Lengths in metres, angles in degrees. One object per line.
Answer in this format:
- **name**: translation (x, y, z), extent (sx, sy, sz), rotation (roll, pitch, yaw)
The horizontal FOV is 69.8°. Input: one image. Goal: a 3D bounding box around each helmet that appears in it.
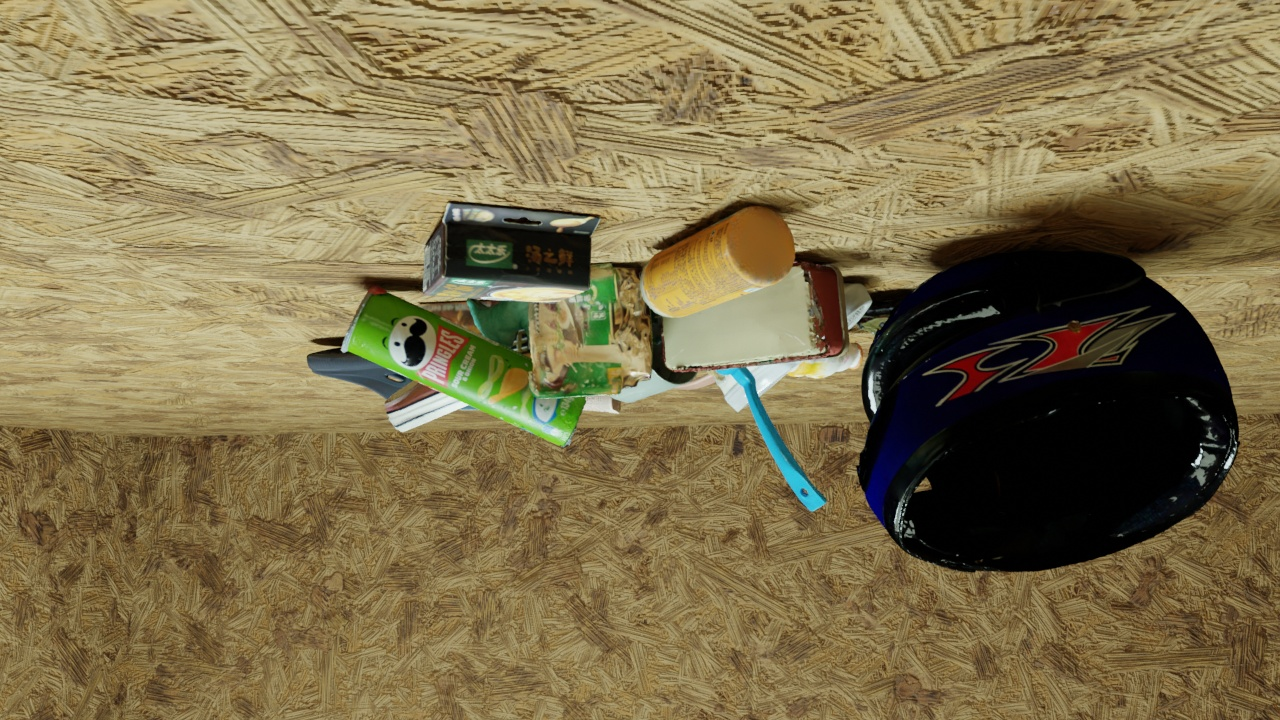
- **helmet**: translation (0.309, 0.028, 0.774), extent (0.315, 0.248, 0.240), rotation (-4, -143, -12)

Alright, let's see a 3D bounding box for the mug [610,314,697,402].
- **mug**: translation (-0.006, 0.006, 1.065), extent (0.123, 0.083, 0.104), rotation (-23, 179, -39)

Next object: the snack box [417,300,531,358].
- **snack box**: translation (-0.160, -0.024, 0.966), extent (0.154, 0.075, 0.026), rotation (-2, 173, 7)

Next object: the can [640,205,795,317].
- **can**: translation (0.055, -0.072, 0.705), extent (0.058, 0.058, 0.146), rotation (3, 171, -25)

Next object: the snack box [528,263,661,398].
- **snack box**: translation (-0.040, -0.028, 0.865), extent (0.117, 0.118, 0.105), rotation (-3, -178, 11)

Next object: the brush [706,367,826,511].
- **brush**: translation (0.112, 0.041, 0.940), extent (0.045, 0.254, 0.083), rotation (-19, 160, -37)

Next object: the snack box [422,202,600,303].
- **snack box**: translation (-0.102, -0.078, 0.705), extent (0.113, 0.053, 0.126), rotation (2, 177, -20)

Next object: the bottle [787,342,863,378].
- **bottle**: translation (0.228, -0.009, 1.155), extent (0.108, 0.063, 0.063), rotation (3, 171, -26)

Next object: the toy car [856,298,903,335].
- **toy car**: translation (0.283, -0.044, 0.999), extent (0.070, 0.042, 0.158), rotation (-5, 174, 30)

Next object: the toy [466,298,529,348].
- **toy**: translation (-0.127, -0.037, 0.917), extent (0.092, 0.096, 0.030), rotation (-30, -179, 40)

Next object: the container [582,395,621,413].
- **container**: translation (-0.083, 0.021, 1.192), extent (0.111, 0.090, 0.090), rotation (1, 173, 6)

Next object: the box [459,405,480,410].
- **box**: translation (-0.181, 0.028, 1.295), extent (0.184, 0.090, 0.059), rotation (-1, 179, -5)

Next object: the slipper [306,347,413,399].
- **slipper**: translation (-0.306, 0.021, 1.200), extent (0.268, 0.083, 0.110), rotation (0, -172, 14)

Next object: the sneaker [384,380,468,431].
- **sneaker**: translation (-0.196, -0.004, 1.046), extent (0.241, 0.088, 0.118), rotation (-25, -165, 11)

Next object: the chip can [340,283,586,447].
- **chip can**: translation (-0.165, 0.007, 0.895), extent (0.236, 0.072, 0.072), rotation (25, 167, -10)

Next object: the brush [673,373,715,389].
- **brush**: translation (0.049, 0.002, 1.139), extent (0.063, 0.073, 0.146), rotation (8, 162, -39)

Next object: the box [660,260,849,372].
- **box**: translation (0.096, -0.035, 0.839), extent (0.169, 0.091, 0.080), rotation (-7, 177, 40)

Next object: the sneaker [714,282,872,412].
- **sneaker**: translation (0.147, -0.033, 0.973), extent (0.089, 0.090, 0.243), rotation (-32, 172, -36)
